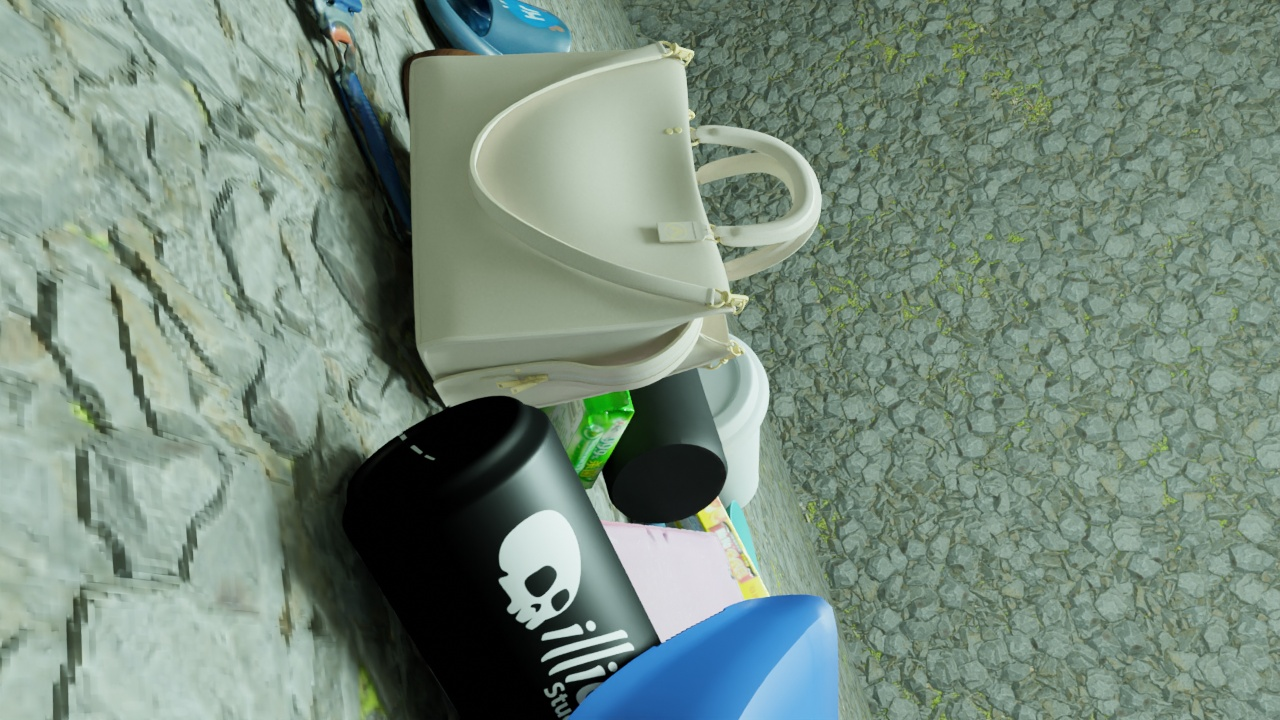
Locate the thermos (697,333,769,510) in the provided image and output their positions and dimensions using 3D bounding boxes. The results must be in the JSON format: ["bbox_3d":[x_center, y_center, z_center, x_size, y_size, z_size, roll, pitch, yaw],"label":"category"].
[{"bbox_3d":[0.062,0.070,0.872,0.222,0.131,0.131,68,7,-58],"label":"thermos"}]

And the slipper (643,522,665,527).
[{"bbox_3d":[0.046,0.211,0.659,0.103,0.059,0.214,-62,132,-74],"label":"slipper"}]

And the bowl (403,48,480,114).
[{"bbox_3d":[-0.089,-0.145,0.611,0.147,0.069,0.147,-20,89,-80],"label":"bowl"}]

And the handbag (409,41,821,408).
[{"bbox_3d":[-0.010,-0.077,0.463,0.101,0.198,0.194,81,0,-62],"label":"handbag"}]

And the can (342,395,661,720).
[{"bbox_3d":[-0.044,0.092,0.345,0.080,0.080,0.146,-85,153,-67],"label":"can"}]

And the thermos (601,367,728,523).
[{"bbox_3d":[-0.004,0.004,0.618,0.218,0.106,0.106,-107,170,-48],"label":"thermos"}]

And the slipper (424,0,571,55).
[{"bbox_3d":[-0.081,-0.248,0.728,0.213,0.059,0.103,18,32,-42],"label":"slipper"}]

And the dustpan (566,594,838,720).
[{"bbox_3d":[-0.003,0.198,0.263,0.257,0.060,0.245,23,68,-63],"label":"dustpan"}]

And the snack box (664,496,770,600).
[{"bbox_3d":[0.050,0.149,0.723,0.152,0.025,0.075,62,-31,2],"label":"snack box"}]

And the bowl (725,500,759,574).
[{"bbox_3d":[0.081,0.199,0.884,0.121,0.046,0.121,-13,89,-77],"label":"bowl"}]

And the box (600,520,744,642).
[{"bbox_3d":[0.005,0.137,0.520,0.232,0.041,0.098,26,45,-59],"label":"box"}]

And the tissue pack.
[{"bbox_3d":[-0.040,0.014,0.529,0.114,0.034,0.099,117,-37,-54],"label":"tissue pack"}]

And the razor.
[{"bbox_3d":[-0.137,-0.122,0.458,0.043,0.018,0.141,-35,108,-77],"label":"razor"}]
